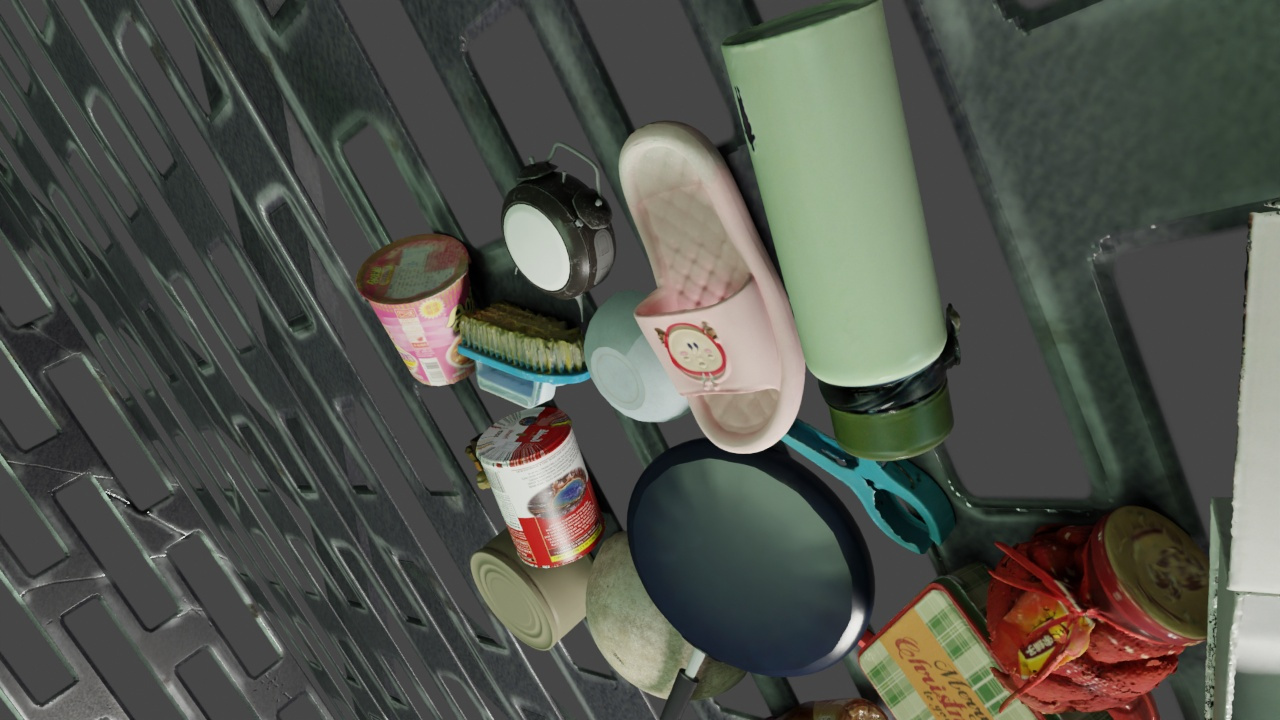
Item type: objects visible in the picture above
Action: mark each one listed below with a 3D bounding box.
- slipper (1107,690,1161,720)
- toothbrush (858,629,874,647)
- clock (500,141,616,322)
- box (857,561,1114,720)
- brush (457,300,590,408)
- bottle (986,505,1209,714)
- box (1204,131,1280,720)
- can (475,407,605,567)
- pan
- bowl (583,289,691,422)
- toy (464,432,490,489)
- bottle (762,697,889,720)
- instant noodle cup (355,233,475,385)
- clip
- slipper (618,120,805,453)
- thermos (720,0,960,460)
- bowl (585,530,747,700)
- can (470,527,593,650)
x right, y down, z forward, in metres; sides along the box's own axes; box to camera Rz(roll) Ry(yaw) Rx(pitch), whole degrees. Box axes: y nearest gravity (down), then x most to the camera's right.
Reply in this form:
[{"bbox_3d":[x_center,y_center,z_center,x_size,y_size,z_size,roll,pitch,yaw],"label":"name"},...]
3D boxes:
[{"bbox_3d":[0.285,0.288,0.573,0.104,0.059,0.249,7,123,46],"label":"slipper"},{"bbox_3d":[0.167,0.203,0.673,0.212,0.012,0.018,40,142,19],"label":"toothbrush"},{"bbox_3d":[-0.062,-0.092,0.659,0.091,0.043,0.123,36,141,24],"label":"clock"},{"bbox_3d":[0.224,0.233,0.544,0.205,0.050,0.118,58,141,28],"label":"box"},{"bbox_3d":[-0.090,0.002,0.754,0.136,0.055,0.075,18,122,42],"label":"brush"},{"bbox_3d":[0.226,0.132,0.477,0.099,0.098,0.111,45,139,12],"label":"bottle"},{"bbox_3d":[0.289,0.062,0.301,0.166,0.098,0.369,-3,126,27],"label":"box"},{"bbox_3d":[-0.088,0.113,0.823,0.087,0.086,0.116,12,128,43],"label":"can"},{"bbox_3d":[0.054,0.214,0.723,0.199,0.021,0.357,30,124,19],"label":"pan"},{"bbox_3d":[-0.004,0.004,0.677,0.106,0.039,0.106,29,138,30],"label":"bowl"},{"bbox_3d":[-0.144,0.098,0.900,0.076,0.062,0.100,49,155,-27],"label":"toy"},{"bbox_3d":[0.138,0.314,0.760,0.059,0.059,0.166,52,148,2],"label":"bottle"},{"bbox_3d":[-0.186,-0.040,0.809,0.098,0.097,0.109,27,144,32],"label":"instant noodle cup"},{"bbox_3d":[0.150,0.063,0.568,0.119,0.026,0.103,49,147,7],"label":"clip"},{"bbox_3d":[0.040,-0.040,0.576,0.107,0.055,0.222,1,115,48],"label":"slipper"},{"bbox_3d":[0.111,-0.059,0.467,0.082,0.082,0.231,6,123,46],"label":"thermos"},{"bbox_3d":[0.009,0.247,0.834,0.178,0.081,0.179,29,139,28],"label":"bowl"},{"bbox_3d":[-0.108,0.228,0.954,0.128,0.073,0.128,29,138,30],"label":"can"}]
